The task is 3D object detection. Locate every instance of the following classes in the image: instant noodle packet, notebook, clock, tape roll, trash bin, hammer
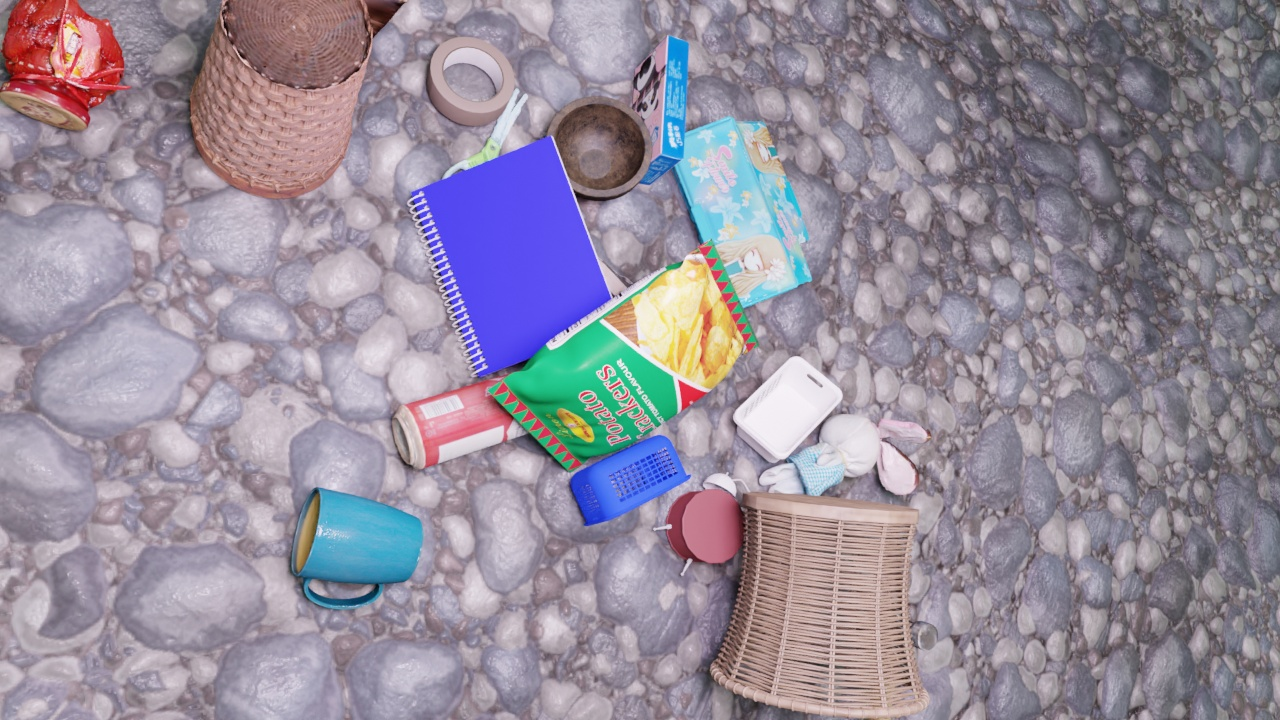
[{"bbox_3d":[-0.005,0.006,0.934,0.253,0.195,0.090,-34,54,0],"label":"instant noodle packet"},{"bbox_3d":[-0.135,-0.107,0.969,0.172,0.022,0.209,-20,89,6],"label":"notebook"},{"bbox_3d":[0.083,0.185,1.058,0.124,0.044,0.087,-34,96,-28],"label":"clock"},{"bbox_3d":[-0.189,-0.310,1.020,0.093,0.030,0.093,6,73,-21],"label":"tape roll"},{"bbox_3d":[-0.330,-0.254,0.842,0.151,0.211,0.151,5,78,-25],"label":"trash bin"},{"bbox_3d":[0.275,0.457,1.076,0.033,0.132,0.330,9,87,-26],"label":"hammer"}]

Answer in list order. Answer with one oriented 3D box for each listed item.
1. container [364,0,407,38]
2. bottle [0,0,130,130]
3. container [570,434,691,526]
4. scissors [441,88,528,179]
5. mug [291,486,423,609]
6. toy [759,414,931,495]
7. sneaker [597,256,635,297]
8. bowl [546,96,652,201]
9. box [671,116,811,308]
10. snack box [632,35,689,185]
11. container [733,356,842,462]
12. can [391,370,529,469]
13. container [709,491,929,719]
[{"bbox_3d":[-0.293,-0.394,0.897,0.113,0.199,0.112,9,87,-28],"label":"container"},{"bbox_3d":[-0.512,-0.272,0.820,0.099,0.099,0.111,17,77,-23],"label":"bottle"},{"bbox_3d":[-0.014,0.127,0.993,0.114,0.096,0.058,-23,86,-29],"label":"container"},{"bbox_3d":[-0.164,-0.237,1.036,0.072,0.033,0.175,29,72,-15],"label":"scissors"},{"bbox_3d":[-0.270,0.184,0.869,0.104,0.084,0.112,17,101,-29],"label":"mug"},{"bbox_3d":[0.240,0.122,1.140,0.205,0.131,0.105,-16,43,-9],"label":"toy"},{"bbox_3d":[0.010,-0.077,1.048,0.234,0.095,0.119,35,64,-14],"label":"sneaker"},{"bbox_3d":[-0.050,-0.237,1.063,0.121,0.056,0.121,1,79,-8],"label":"bowl"},{"bbox_3d":[0.144,-0.192,1.153,0.180,0.074,0.227,-21,90,-27],"label":"box"},{"bbox_3d":[0.021,-0.298,1.097,0.033,0.088,0.154,9,76,-25],"label":"snack box"},{"bbox_3d":[0.174,0.065,1.112,0.081,0.050,0.129,41,62,15],"label":"container"},{"bbox_3d":[-0.165,0.057,0.945,0.169,0.067,0.067,-18,88,-29],"label":"can"},{"bbox_3d":[0.197,0.249,0.982,0.226,0.227,0.196,7,85,-26],"label":"container"}]
